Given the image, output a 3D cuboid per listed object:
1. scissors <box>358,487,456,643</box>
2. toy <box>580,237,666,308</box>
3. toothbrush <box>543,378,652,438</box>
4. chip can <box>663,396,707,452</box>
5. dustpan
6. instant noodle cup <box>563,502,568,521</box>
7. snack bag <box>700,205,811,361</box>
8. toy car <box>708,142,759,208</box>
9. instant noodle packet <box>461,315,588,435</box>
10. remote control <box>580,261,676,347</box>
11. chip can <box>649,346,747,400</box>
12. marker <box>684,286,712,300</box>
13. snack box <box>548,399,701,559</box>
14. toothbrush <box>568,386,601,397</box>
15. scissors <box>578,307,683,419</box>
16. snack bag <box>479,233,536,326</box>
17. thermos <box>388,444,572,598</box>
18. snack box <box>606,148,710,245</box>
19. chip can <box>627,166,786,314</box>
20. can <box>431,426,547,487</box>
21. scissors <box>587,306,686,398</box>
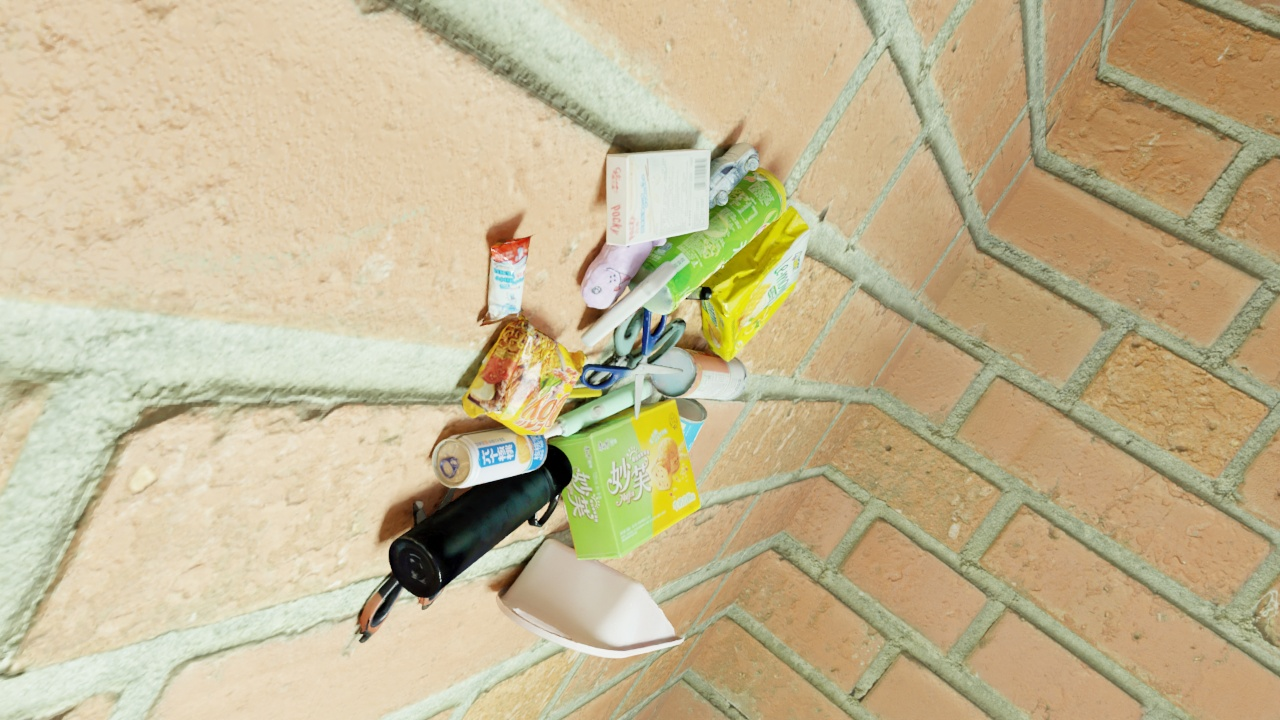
[{"bbox_3d":[-0.244,0.222,1.009,0.226,0.015,0.189,-53,159,-3],"label":"scissors"},{"bbox_3d":[-0.022,-0.099,0.946,0.108,0.039,0.083,-56,149,5],"label":"toy"},{"bbox_3d":[-0.071,0.068,1.103,0.223,0.026,0.027,-24,-176,-39],"label":"toothbrush"},{"bbox_3d":[0.028,0.152,1.390,0.071,0.071,0.211,-21,141,-54],"label":"chip can"},{"bbox_3d":[-0.085,0.366,1.299,0.138,0.223,0.274,-58,149,-26],"label":"dustpan"},{"bbox_3d":[-0.047,0.199,1.268,0.111,0.111,0.099,-56,152,6],"label":"instant noodle cup"},{"bbox_3d":[0.144,-0.098,1.217,0.158,0.068,0.247,-47,167,-9],"label":"snack bag"},{"bbox_3d":[0.092,-0.208,1.020,0.090,0.043,0.034,-47,124,-5],"label":"toy car"},{"bbox_3d":[-0.111,0.022,0.916,0.110,0.044,0.128,-58,151,-2],"label":"instant noodle packet"},{"bbox_3d":[-0.013,-0.058,0.972,0.136,0.020,0.055,-37,-173,46],"label":"remote control"},{"bbox_3d":[0.087,0.021,1.310,0.071,0.071,0.214,-58,158,11],"label":"chip can"},{"bbox_3d":[0.060,-0.080,1.080,0.124,0.015,0.018,-163,-101,-72],"label":"marker"},{"bbox_3d":[-0.014,0.148,1.181,0.209,0.070,0.157,-18,95,-57],"label":"snack box"},{"bbox_3d":[-0.095,0.033,1.021,0.189,0.016,0.017,2,115,-62],"label":"toothbrush"},{"bbox_3d":[-0.006,0.005,1.099,0.162,0.012,0.173,-20,132,-34],"label":"scissors"},{"bbox_3d":[-0.118,-0.071,0.814,0.048,0.026,0.104,-21,142,-35],"label":"snack bag"},{"bbox_3d":[-0.161,0.176,0.998,0.241,0.069,0.090,-31,116,-54],"label":"thermos"},{"bbox_3d":[0.021,-0.165,0.912,0.156,0.027,0.085,-21,117,-53],"label":"snack box"},{"bbox_3d":[0.076,-0.137,1.048,0.220,0.072,0.073,-41,155,-28],"label":"chip can"},{"bbox_3d":[-0.155,0.098,0.954,0.053,0.053,0.134,-60,158,16],"label":"can"},{"bbox_3d":[0.006,-0.024,1.140,0.180,0.019,0.170,-6,130,-57],"label":"scissors"}]
